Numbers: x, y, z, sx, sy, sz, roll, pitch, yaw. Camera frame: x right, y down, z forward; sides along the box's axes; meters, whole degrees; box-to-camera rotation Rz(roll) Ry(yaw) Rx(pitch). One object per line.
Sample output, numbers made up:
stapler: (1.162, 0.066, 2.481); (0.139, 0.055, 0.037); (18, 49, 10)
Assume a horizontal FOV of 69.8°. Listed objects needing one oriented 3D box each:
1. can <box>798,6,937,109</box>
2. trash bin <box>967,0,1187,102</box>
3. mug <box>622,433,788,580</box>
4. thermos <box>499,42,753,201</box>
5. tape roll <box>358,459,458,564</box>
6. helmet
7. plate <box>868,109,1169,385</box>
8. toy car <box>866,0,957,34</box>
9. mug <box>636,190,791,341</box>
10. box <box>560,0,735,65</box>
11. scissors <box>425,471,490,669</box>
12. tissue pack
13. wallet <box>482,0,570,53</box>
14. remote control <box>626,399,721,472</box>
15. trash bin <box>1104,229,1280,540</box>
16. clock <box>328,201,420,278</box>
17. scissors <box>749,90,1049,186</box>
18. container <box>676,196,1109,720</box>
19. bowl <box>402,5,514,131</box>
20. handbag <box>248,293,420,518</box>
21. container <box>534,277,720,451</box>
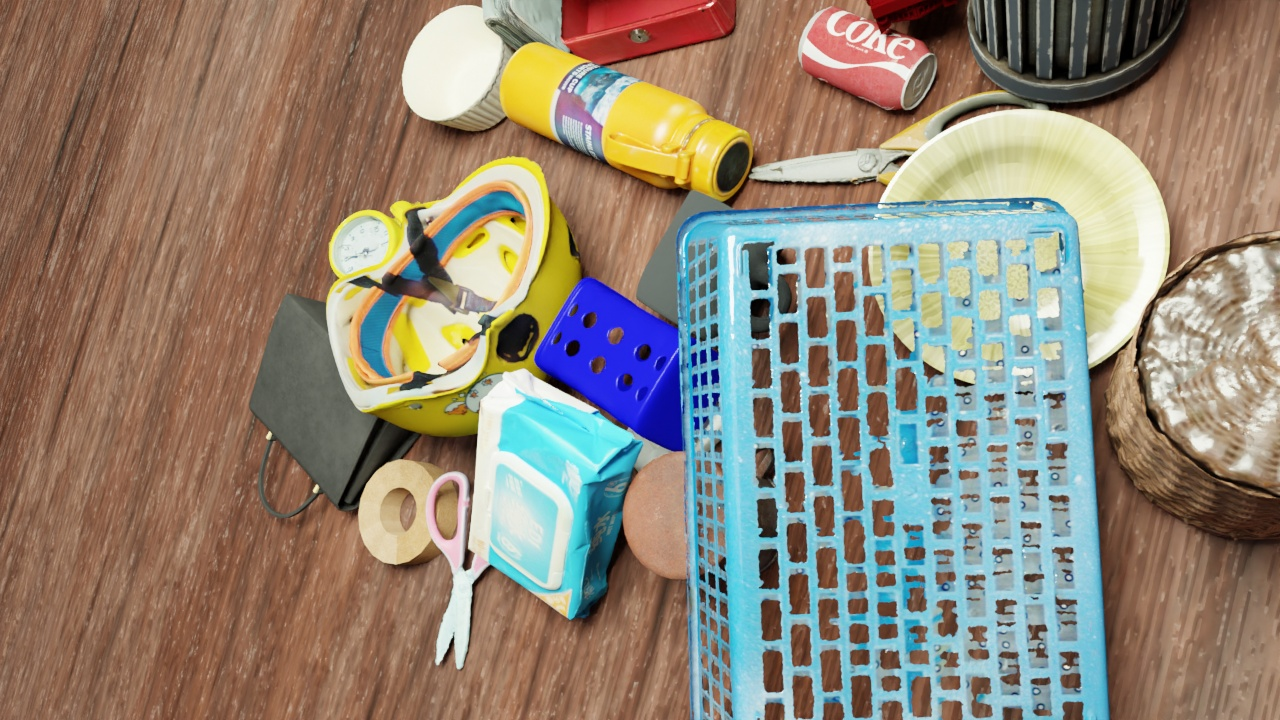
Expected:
can: (0.173, -0.231, 0.704); (0.096, 0.054, 0.054); (36, 96, 29)
trash bin: (0.267, -0.276, 0.559); (0.164, 0.227, 0.164); (-7, 70, 21)
mug: (0.058, 0.101, 0.663); (0.096, 0.110, 0.123); (36, 97, 24)
thermos: (-0.019, -0.197, 0.781); (0.233, 0.076, 0.091); (30, 68, 29)
tape roll: (-0.212, 0.138, 0.838); (0.094, 0.027, 0.094); (-6, 76, 26)
helmet: (-0.133, -0.038, 0.772); (0.240, 0.139, 0.209); (-44, 46, 2)
plate: (0.253, -0.074, 0.628); (0.185, 0.036, 0.184); (0, 91, 22)
toy car: (0.198, -0.312, 0.692); (0.070, 0.062, 0.169); (-14, 55, 24)
mug: (0.064, -0.061, 0.704); (0.122, 0.085, 0.094); (34, 96, 34)
box: (0.002, -0.346, 0.805); (0.158, 0.126, 0.136); (-5, 56, 30)
scissors: (-0.138, 0.186, 0.792); (0.101, 0.016, 0.178); (2, 88, 5)
tissue pack: (-0.070, 0.109, 0.700); (0.117, 0.065, 0.210); (30, 133, 21)
wallet: (-0.106, -0.350, 0.851); (0.054, 0.100, 0.131); (-15, 71, 32)
remote control: (0.037, 0.046, 0.728); (0.114, 0.028, 0.060); (-46, 61, 12)
trash bin: (0.328, 0.015, 0.481); (0.151, 0.210, 0.151); (-6, 76, 25)
clock: (-0.245, -0.108, 0.894); (0.119, 0.057, 0.083); (-20, 70, 14)
scissors: (0.189, -0.140, 0.697); (0.229, 0.016, 0.113); (-5, 77, 26)
container: (0.153, 0.075, 0.551); (0.257, 0.089, 0.362); (-2, 86, 4)
bowl: (-0.164, -0.273, 0.884); (0.115, 0.062, 0.115); (-6, 76, 26)
handbag: (-0.314, 0.068, 0.889); (0.176, 0.072, 0.196); (38, 101, 29)
container: (-0.004, 0.004, 0.697); (0.114, 0.085, 0.084); (32, 92, 37)
